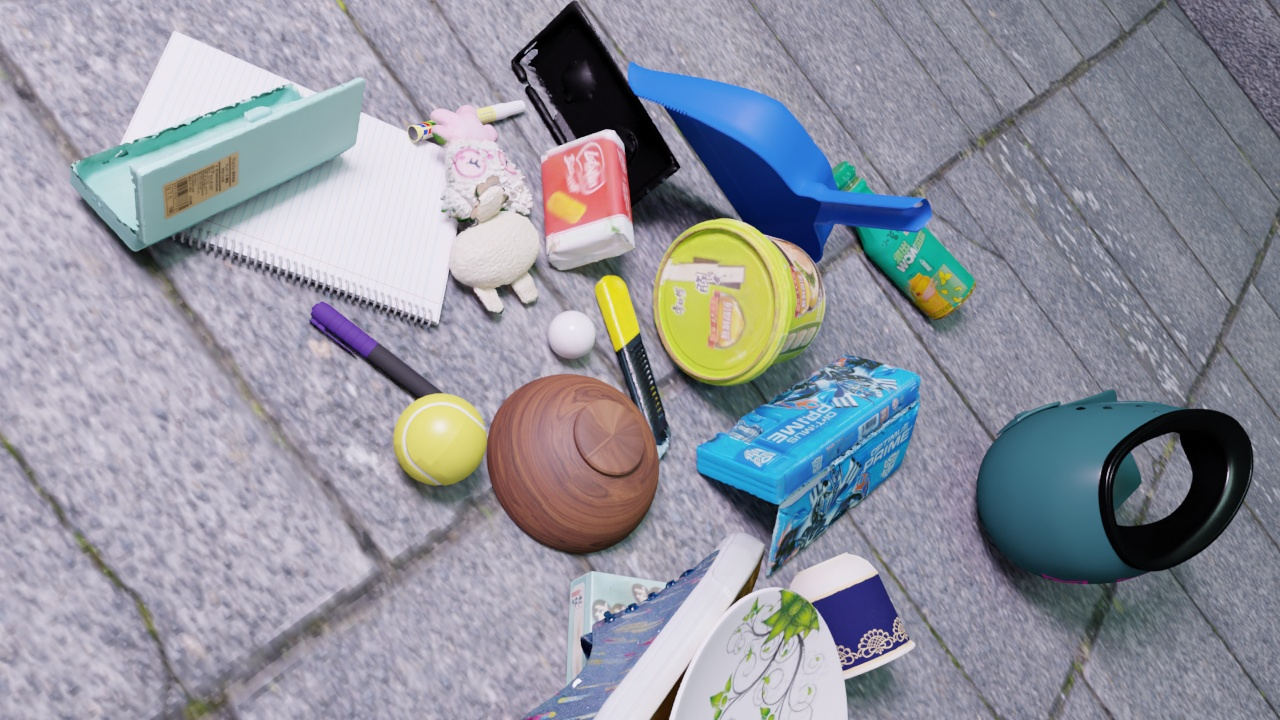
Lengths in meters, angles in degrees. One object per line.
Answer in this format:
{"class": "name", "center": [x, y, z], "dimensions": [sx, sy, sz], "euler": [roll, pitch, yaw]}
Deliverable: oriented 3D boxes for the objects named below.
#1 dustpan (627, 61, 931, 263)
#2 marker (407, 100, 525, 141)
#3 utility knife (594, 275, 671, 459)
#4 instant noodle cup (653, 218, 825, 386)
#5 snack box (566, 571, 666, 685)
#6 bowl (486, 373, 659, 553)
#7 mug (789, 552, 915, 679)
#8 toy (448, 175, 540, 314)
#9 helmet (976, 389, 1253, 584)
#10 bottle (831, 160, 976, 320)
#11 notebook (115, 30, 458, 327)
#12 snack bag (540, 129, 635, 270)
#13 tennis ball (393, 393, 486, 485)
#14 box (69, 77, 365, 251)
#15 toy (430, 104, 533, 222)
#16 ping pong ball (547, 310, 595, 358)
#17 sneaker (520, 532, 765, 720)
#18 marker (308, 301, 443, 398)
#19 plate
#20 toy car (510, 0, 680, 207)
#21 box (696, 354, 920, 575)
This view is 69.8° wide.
{"class": "dustpan", "center": [0.134, -0.156, 0.798], "dimensions": [0.245, 0.258, 0.059], "euler": [45, 67, -46]}
{"class": "marker", "center": [-0.152, -0.215, 0.818], "dimensions": [0.132, 0.014, 0.014], "euler": [-32, 86, -45]}
{"class": "utility knife", "center": [-0.005, 0.005, 0.804], "dimensions": [0.028, 0.020, 0.172], "euler": [-5, 68, -35]}
{"class": "instant noodle cup", "center": [0.093, -0.053, 0.827], "dimensions": [0.097, 0.147, 0.146], "euler": [-8, 71, -48]}
{"class": "snack box", "center": [0.015, 0.261, 0.666], "dimensions": [0.141, 0.044, 0.193], "euler": [15, 59, -26]}
{"class": "bowl", "center": [-0.038, 0.069, 0.714], "dimensions": [0.147, 0.069, 0.147], "euler": [16, 58, -27]}
{"class": "mug", "center": [0.176, 0.215, 0.786], "dimensions": [0.089, 0.086, 0.111], "euler": [67, 15, 16]}
{"class": "toy", "center": [-0.119, -0.094, 0.753], "dimensions": [0.087, 0.050, 0.112], "euler": [-33, 113, -40]}
{"class": "helmet", "center": [0.472, 0.121, 0.951], "dimensions": [0.274, 0.201, 0.176], "euler": [-20, 94, -24]}
{"class": "bottle", "center": [0.290, -0.140, 1.052], "dimensions": [0.209, 0.068, 0.067], "euler": [44, 49, -7]}
{"class": "notebook", "center": [-0.259, -0.138, 0.710], "dimensions": [0.245, 0.013, 0.177], "euler": [20, 55, -25]}
{"class": "snack bag", "center": [-0.048, -0.143, 0.815], "dimensions": [0.036, 0.077, 0.115], "euler": [42, 37, -59]}
{"class": "tennis ball", "center": [-0.142, 0.056, 0.652], "dimensions": [0.065, 0.065, 0.065], "euler": [16, 58, -27]}
{"class": "box", "center": [-0.281, -0.156, 0.634], "dimensions": [0.077, 0.093, 0.187], "euler": [49, 47, -2]}
{"class": "toy", "center": [-0.139, -0.171, 0.779], "dimensions": [0.095, 0.041, 0.109], "euler": [-16, 82, -53]}
{"class": "ping pong ball", "center": [-0.057, -0.022, 0.768], "dimensions": [0.040, 0.040, 0.040], "euler": [16, 58, -27]}
{"class": "sneaker", "center": [0.008, 0.189, 0.623], "dimensions": [0.079, 0.088, 0.234], "euler": [26, 42, 22]}
{"class": "marker", "center": [-0.189, 0.003, 0.682], "dimensions": [0.134, 0.015, 0.018], "euler": [39, 78, -11]}
{"class": "plate", "center": [0.073, 0.270, 0.625], "dimensions": [0.229, 0.030, 0.229], "euler": [5, 84, -49]}
{"class": "toy car", "center": [-0.034, -0.234, 0.881], "dimensions": [0.191, 0.094, 0.071], "euler": [58, 24, 6]}
{"class": "box", "center": [0.166, 0.092, 0.864], "dimensions": [0.242, 0.094, 0.115], "euler": [-26, 123, -40]}
